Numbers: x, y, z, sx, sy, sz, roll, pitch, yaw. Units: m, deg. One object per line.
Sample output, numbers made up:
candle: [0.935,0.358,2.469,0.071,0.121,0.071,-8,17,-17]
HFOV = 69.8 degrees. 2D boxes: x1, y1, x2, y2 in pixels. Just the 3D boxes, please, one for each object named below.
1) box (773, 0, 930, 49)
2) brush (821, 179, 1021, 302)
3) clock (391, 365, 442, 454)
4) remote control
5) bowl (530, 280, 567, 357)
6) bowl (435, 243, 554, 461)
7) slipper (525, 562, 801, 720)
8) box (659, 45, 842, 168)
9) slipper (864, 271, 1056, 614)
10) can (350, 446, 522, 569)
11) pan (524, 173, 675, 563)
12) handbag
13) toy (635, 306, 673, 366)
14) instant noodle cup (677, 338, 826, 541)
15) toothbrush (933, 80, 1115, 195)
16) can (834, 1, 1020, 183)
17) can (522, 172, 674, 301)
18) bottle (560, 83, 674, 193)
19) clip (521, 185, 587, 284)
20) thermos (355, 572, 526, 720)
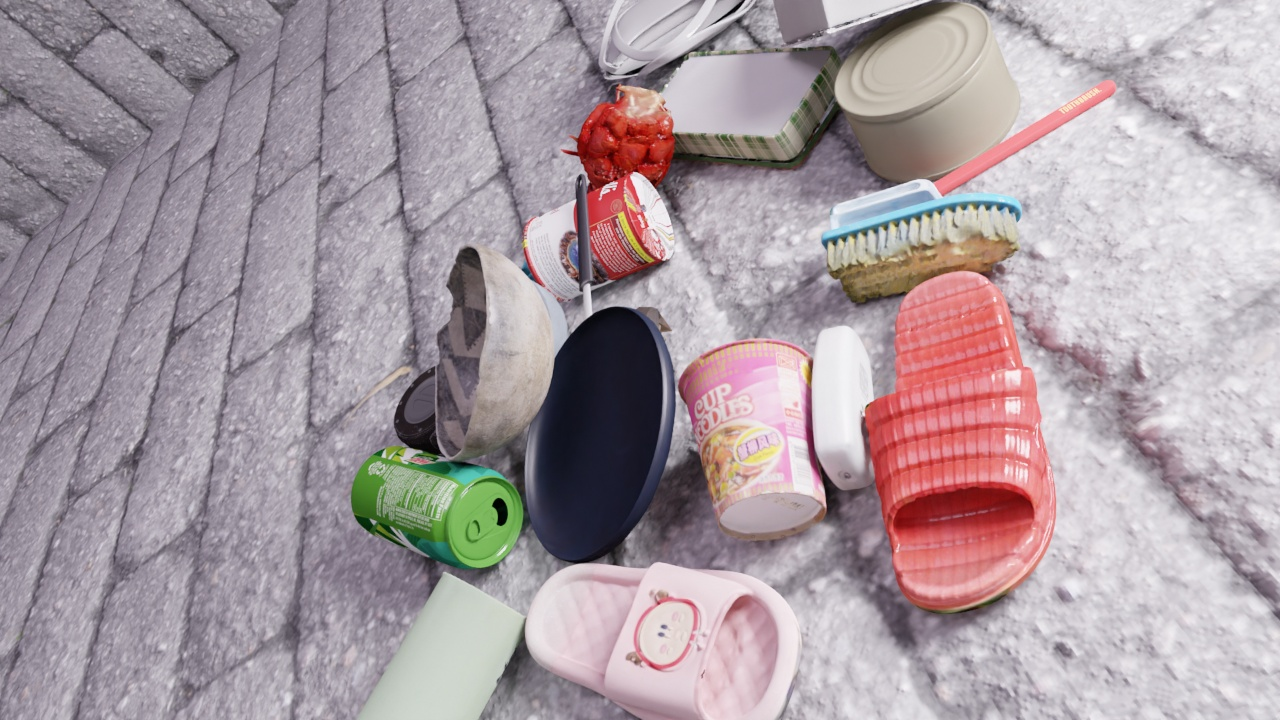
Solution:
box: [0.293,-0.368,0.764,0.368,0.098,0.166,-24,16,2]
brush: [0.203,-0.096,0.663,0.136,0.055,0.075,-13,53,32]
clock: [-0.188,0.049,0.882,0.123,0.044,0.091,8,61,44]
remote control: [0.135,0.029,0.609,0.028,0.060,0.114,-16,46,27]
bowl: [-0.105,-0.022,0.859,0.107,0.039,0.106,-5,82,43]
bowl: [-0.115,-0.004,0.757,0.179,0.081,0.178,-176,90,-68]
slipper: [0.007,0.176,0.594,0.222,0.055,0.106,0,54,42]
box: [0.096,-0.247,0.898,0.206,0.051,0.117,16,70,48]
slipper: [0.190,0.030,0.562,0.104,0.059,0.248,-15,46,32]
can: [-0.172,0.122,0.772,0.144,0.083,0.083,6,60,43]
pan: [-0.039,-0.013,0.746,0.199,0.021,0.355,-38,47,44]
handbag: [0.049,-0.373,0.980,0.216,0.095,0.222,-26,27,22]
toy: [-0.005,0.004,0.756,0.076,0.062,0.100,126,162,-59]
instant noodle cup: [0.079,0.057,0.614,0.098,0.097,0.108,-23,50,23]
toothbrush: [0.257,-0.153,0.698,0.213,0.018,0.012,-31,41,16]
can: [0.227,-0.214,0.734,0.128,0.073,0.127,-23,43,24]
can: [-0.040,-0.114,0.865,0.117,0.086,0.086,-20,45,26]
bottle: [-0.019,-0.208,0.893,0.099,0.111,0.098,4,47,-4]
clip: [-0.069,-0.122,0.948,0.119,0.027,0.102,-45,36,-2]
thermos: [-0.164,0.270,0.640,0.082,0.082,0.231,9,62,45]
